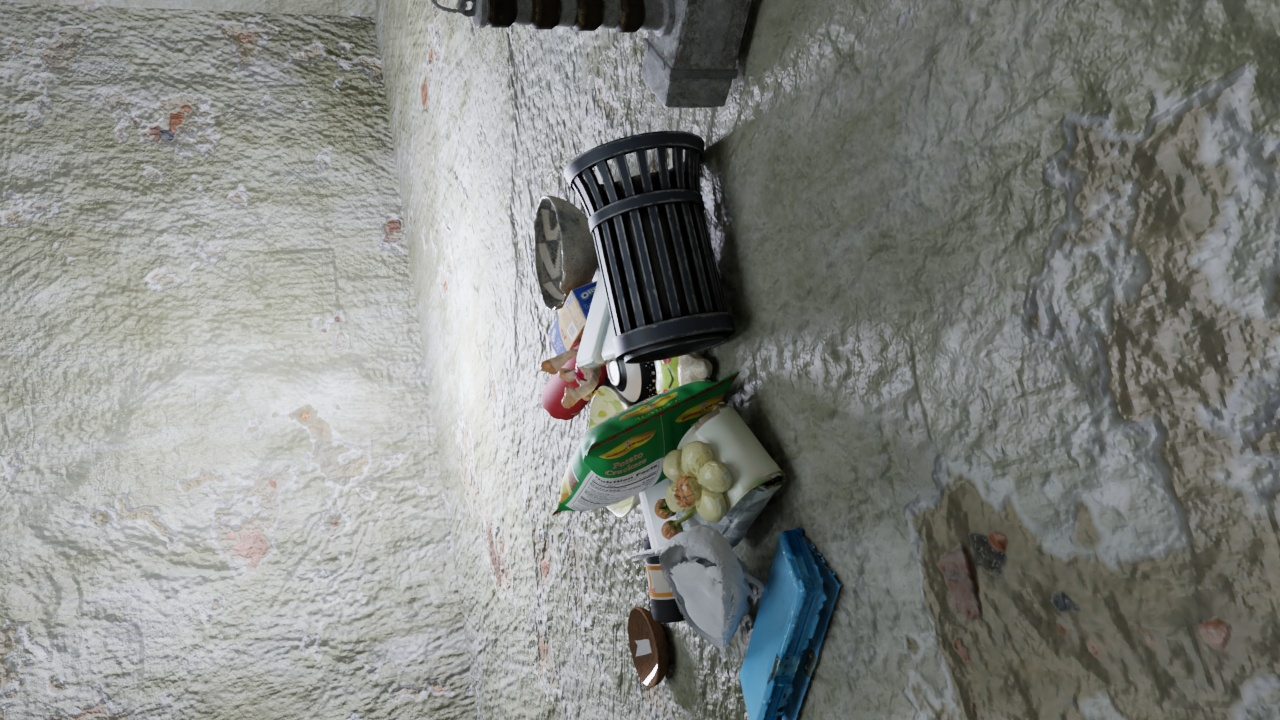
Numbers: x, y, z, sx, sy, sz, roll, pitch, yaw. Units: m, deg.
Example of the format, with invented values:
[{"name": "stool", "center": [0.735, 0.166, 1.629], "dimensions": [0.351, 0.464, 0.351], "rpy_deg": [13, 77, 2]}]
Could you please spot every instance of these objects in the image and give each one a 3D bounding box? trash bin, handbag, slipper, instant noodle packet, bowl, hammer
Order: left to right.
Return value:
[{"name": "bowl", "center": [-0.111, -0.171, 1.444], "dimensions": [0.179, 0.081, 0.178], "rpy_deg": [174, 90, -68]}, {"name": "hammer", "center": [-0.046, -0.345, 0.909], "dimensions": [0.079, 0.325, 0.177], "rpy_deg": [-117, 30, -43]}, {"name": "bowl", "center": [-0.018, 0.128, 1.322], "dimensions": [0.220, 0.060, 0.188], "rpy_deg": [124, 136, -57]}, {"name": "bowl", "center": [-0.007, 0.007, 1.240], "dimensions": [0.120, 0.066, 0.120], "rpy_deg": [168, 90, -68]}, {"name": "instant noodle packet", "center": [-0.001, 0.103, 1.083], "dimensions": [0.090, 0.195, 0.253], "rpy_deg": [58, 154, 15]}, {"name": "bowl", "center": [0.016, 0.420, 1.354], "dimensions": [0.118, 0.030, 0.118], "rpy_deg": [174, 90, -68]}, {"name": "trash bin", "center": [0.017, -0.121, 1.047], "dimensions": [0.164, 0.164, 0.227], "rpy_deg": [153, 106, -67]}, {"name": "handbag", "center": [0.076, 0.146, 1.014], "dimensions": [0.112, 0.123, 0.172], "rpy_deg": [53, 147, 27]}, {"name": "slipper", "center": [0.082, 0.245, 1.006], "dimensions": [0.247, 0.112, 0.074], "rpy_deg": [75, -143, -55]}]

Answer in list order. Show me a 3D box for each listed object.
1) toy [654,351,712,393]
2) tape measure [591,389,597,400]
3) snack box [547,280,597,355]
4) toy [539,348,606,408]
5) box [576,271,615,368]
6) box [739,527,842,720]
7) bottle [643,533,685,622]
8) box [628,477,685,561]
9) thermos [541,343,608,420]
[{"name": "toy", "center": [0.053, 0.016, 1.139], "dimensions": [0.115, 0.046, 0.092], "rpy_deg": [13, 108, 59]}, {"name": "tape measure", "center": [-0.056, 0.078, 1.432], "dimensions": [0.064, 0.037, 0.066], "rpy_deg": [-120, 32, -45]}, {"name": "snack box", "center": [-0.095, -0.060, 1.438], "dimensions": [0.057, 0.056, 0.207], "rpy_deg": [63, 158, 9]}, {"name": "toy", "center": [-0.079, 0.013, 1.337], "dimensions": [0.106, 0.074, 0.085], "rpy_deg": [-40, 58, 15]}, {"name": "box", "center": [-0.028, -0.094, 1.236], "dimensions": [0.189, 0.037, 0.208], "rpy_deg": [163, 123, -71]}, {"name": "box", "center": [0.156, 0.294, 0.977], "dimensions": [0.093, 0.052, 0.232], "rpy_deg": [-99, 15, -58]}, {"name": "bottle", "center": [0.034, 0.253, 1.226], "dimensions": [0.059, 0.059, 0.181], "rpy_deg": [165, 98, -68]}, {"name": "box", "center": [0.027, 0.190, 1.138], "dimensions": [0.150, 0.080, 0.106], "rpy_deg": [20, -125, -68]}, {"name": "thermos", "center": [-0.086, 0.013, 1.443], "dimensions": [0.241, 0.073, 0.073], "rpy_deg": [-50, 49, 50]}]
